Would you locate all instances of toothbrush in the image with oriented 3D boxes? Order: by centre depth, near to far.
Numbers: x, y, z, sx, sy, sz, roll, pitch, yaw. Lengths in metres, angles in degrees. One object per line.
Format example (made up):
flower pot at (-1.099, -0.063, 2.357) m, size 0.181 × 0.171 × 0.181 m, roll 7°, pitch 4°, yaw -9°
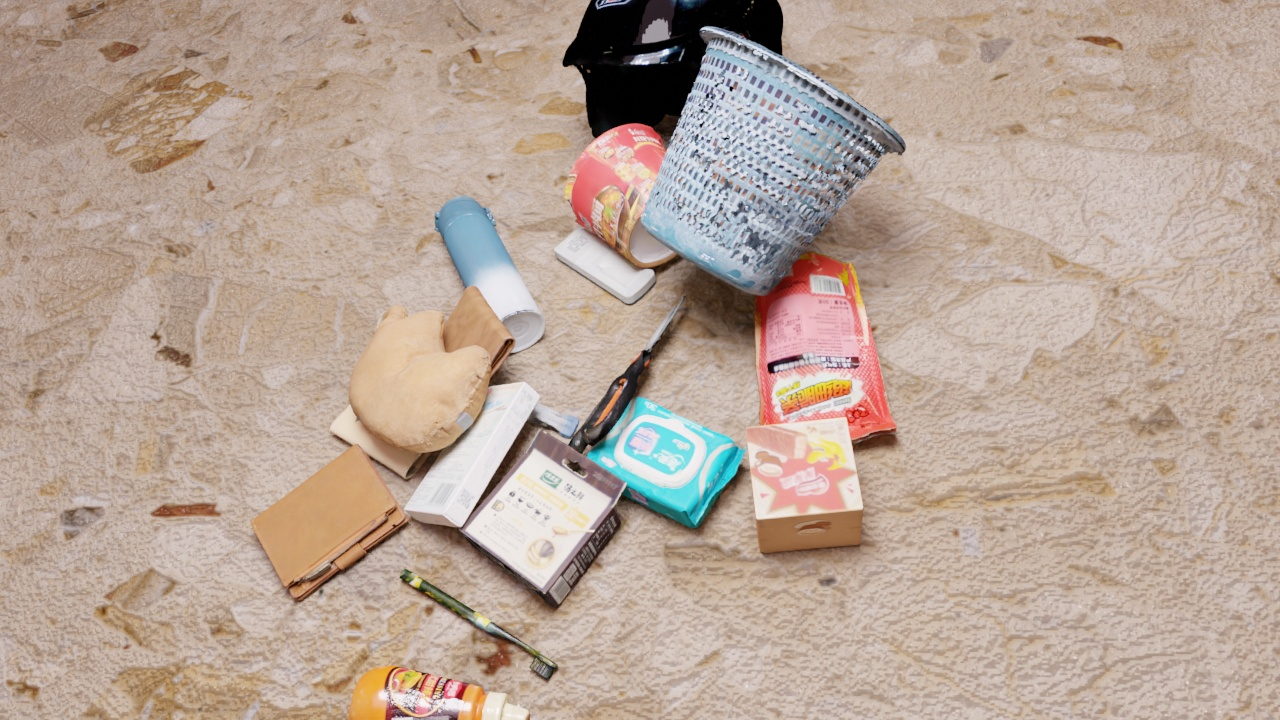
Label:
toothbrush at (-0.154, 0.241, 0.847) m, size 0.186 × 0.012 × 0.017 m, roll 23°, pitch 74°, yaw 24°

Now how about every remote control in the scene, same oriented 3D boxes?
remote control at (-0.041, -0.112, 1.060) m, size 0.125 × 0.024 × 0.049 m, roll 34°, pitch 67°, yaw 29°

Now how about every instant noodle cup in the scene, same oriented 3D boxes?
instant noodle cup at (0.001, -0.180, 1.030) m, size 0.137 × 0.138 × 0.108 m, roll -34°, pitch 59°, yaw -13°

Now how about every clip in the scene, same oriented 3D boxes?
clip at (-0.092, 0.061, 0.955) m, size 0.056 × 0.026 × 0.024 m, roll 21°, pitch 63°, yaw 12°

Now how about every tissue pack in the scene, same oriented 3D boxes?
tissue pack at (0.025, 0.098, 0.886) m, size 0.133 × 0.050 × 0.093 m, roll 23°, pitch 62°, yaw 24°

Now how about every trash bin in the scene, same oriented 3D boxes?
trash bin at (0.108, -0.180, 0.898) m, size 0.226 × 0.226 × 0.195 m, roll 38°, pitch 105°, yaw 30°

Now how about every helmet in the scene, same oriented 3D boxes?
helmet at (0.043, -0.361, 1.068) m, size 0.234 × 0.274 × 0.230 m, roll 14°, pitch 95°, yaw 40°

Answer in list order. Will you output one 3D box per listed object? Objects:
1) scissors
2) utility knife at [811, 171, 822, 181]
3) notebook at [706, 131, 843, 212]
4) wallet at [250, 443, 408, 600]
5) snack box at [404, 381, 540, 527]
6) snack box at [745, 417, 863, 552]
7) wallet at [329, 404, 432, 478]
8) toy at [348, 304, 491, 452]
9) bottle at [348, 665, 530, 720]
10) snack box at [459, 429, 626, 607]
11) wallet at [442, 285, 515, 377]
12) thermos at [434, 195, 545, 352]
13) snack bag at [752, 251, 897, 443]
scissors at (-0.017, 0.016, 0.955) m, size 0.021 × 0.161 × 0.233 m, roll 39°, pitch 29°, yaw -7°
utility knife at (0.147, -0.173, 1.069) m, size 0.034 × 0.018 × 0.202 m, roll 33°, pitch 68°, yaw 28°
notebook at (0.119, -0.230, 1.104) m, size 0.207 × 0.008 × 0.148 m, roll -32°, pitch 50°, yaw -9°
wallet at (-0.312, 0.160, 0.920) m, size 0.131 × 0.031 × 0.108 m, roll -38°, pitch 61°, yaw -9°
snack box at (-0.168, 0.092, 0.917) m, size 0.085 × 0.027 × 0.156 m, roll -7°, pitch 46°, yaw 50°
snack box at (0.148, 0.114, 0.834) m, size 0.093 × 0.077 × 0.094 m, roll -6°, pitch 55°, yaw 6°
wallet at (-0.264, 0.067, 0.982) m, size 0.115 × 0.024 × 0.087 m, roll 25°, pitch 63°, yaw 26°
toy at (-0.248, 0.010, 0.958) m, size 0.143 × 0.082 × 0.226 m, roll -44°, pitch 48°, yaw -12°
bottle at (-0.168, 0.300, 0.782) m, size 0.149 × 0.067 × 0.066 m, roll 4°, pitch 56°, yaw 5°
snack box at (-0.088, 0.148, 0.871) m, size 0.113 × 0.053 × 0.125 m, roll 29°, pitch 66°, yaw 28°
wallet at (-0.188, -0.008, 0.980) m, size 0.115 × 0.020 × 0.101 m, roll -53°, pitch 49°, yaw 14°
thermos at (-0.176, -0.107, 1.058) m, size 0.070 × 0.070 × 0.220 m, roll -25°, pitch 55°, yaw -7°
snack bag at (0.176, -0.008, 0.926) m, size 0.129 × 0.073 × 0.207 m, roll -8°, pitch 60°, yaw 9°
